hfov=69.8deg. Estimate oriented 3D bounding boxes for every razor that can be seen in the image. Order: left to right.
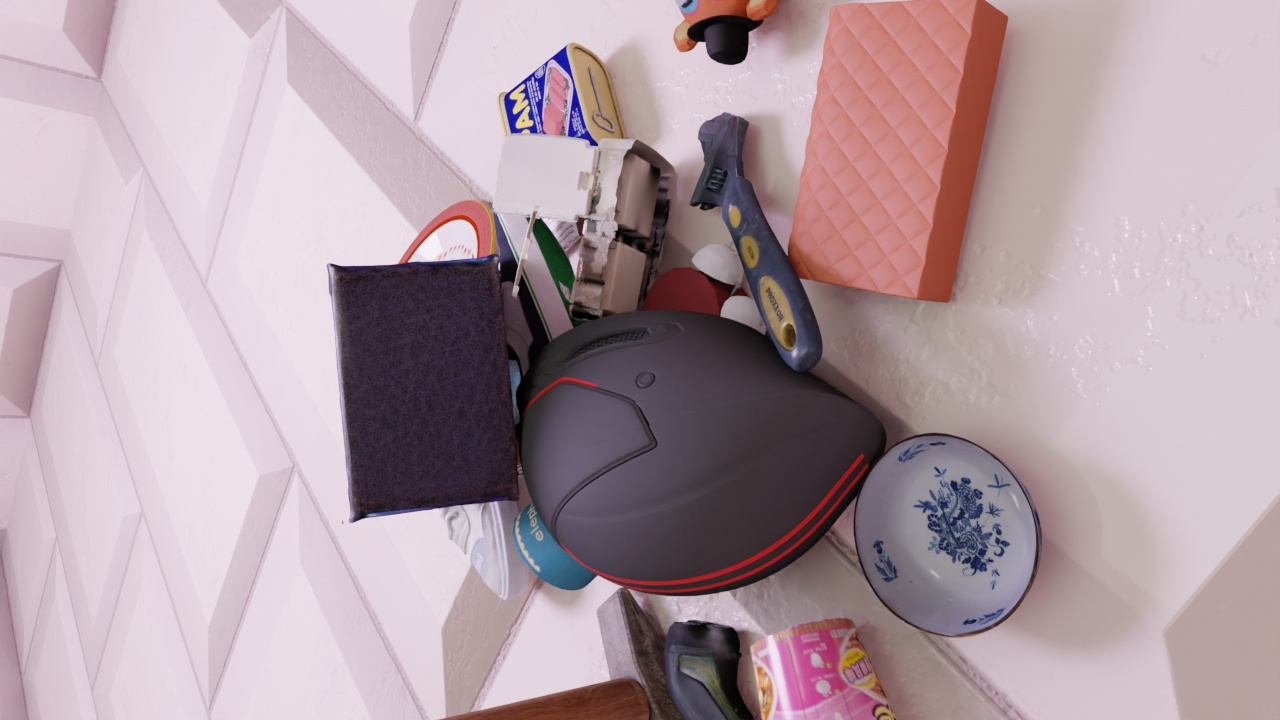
[{"bbox_3d":[0.067,0.251,0.652,0.067,0.054,0.151,-43,62,15],"label":"razor"}]

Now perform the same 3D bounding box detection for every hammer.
[{"bbox_3d":[-0.085,0.246,0.625,0.037,0.300,0.157,-49,54,32],"label":"hammer"}]

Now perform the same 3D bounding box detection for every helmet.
[{"bbox_3d":[0.028,0.069,0.608,0.265,0.164,0.169,-13,52,21],"label":"helmet"}]

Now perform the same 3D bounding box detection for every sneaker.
[{"bbox_3d":[-0.179,0.126,0.873,0.242,0.090,0.090,62,151,33],"label":"sneaker"},{"bbox_3d":[-0.098,-0.054,0.779,0.079,0.084,0.235,-29,61,13],"label":"sneaker"}]

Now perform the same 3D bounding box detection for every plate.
[{"bbox_3d":[-0.219,-0.062,0.963,0.230,0.021,0.229,-29,47,36],"label":"plate"}]

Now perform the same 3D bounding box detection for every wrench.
[{"bbox_3d":[0.076,-0.091,0.633,0.074,0.022,0.273,-56,31,32],"label":"wrench"}]

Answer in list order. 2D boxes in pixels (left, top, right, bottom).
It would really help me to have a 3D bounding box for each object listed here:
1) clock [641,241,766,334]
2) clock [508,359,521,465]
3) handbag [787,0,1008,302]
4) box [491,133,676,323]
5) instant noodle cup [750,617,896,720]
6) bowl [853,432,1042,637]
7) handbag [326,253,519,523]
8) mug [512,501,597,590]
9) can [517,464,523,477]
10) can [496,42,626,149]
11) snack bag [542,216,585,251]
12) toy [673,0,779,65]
[{"bbox_3d":[0.049,-0.033,0.694,0.125,0.044,0.087,-40,59,37],"label":"clock"},{"bbox_3d":[-0.120,0.029,0.824,0.158,0.073,0.121,30,87,29],"label":"clock"},{"bbox_3d":[0.155,-0.130,0.577,0.109,0.060,0.172,16,102,41],"label":"handbag"},{"bbox_3d":[-0.064,-0.105,0.693,0.106,0.192,0.143,10,88,23],"label":"box"},{"bbox_3d":[0.116,0.224,0.572,0.098,0.097,0.108,-40,52,37],"label":"instant noodle cup"},{"bbox_3d":[0.185,0.101,0.537,0.114,0.045,0.114,-6,82,46],"label":"bowl"},{"bbox_3d":[-0.168,0.020,0.706,0.222,0.125,0.205,175,89,-75],"label":"handbag"},{"bbox_3d":[-0.041,0.116,0.760,0.104,0.084,0.112,-45,27,26],"label":"mug"},{"bbox_3d":[-0.124,0.063,0.877,0.032,0.032,0.095,-42,58,36],"label":"can"},{"bbox_3d":[-0.070,-0.212,0.820,0.092,0.056,0.116,-27,67,33],"label":"can"},{"bbox_3d":[-0.104,-0.102,0.883,0.158,0.013,0.057,-38,57,37],"label":"snack bag"},{"bbox_3d":[0.063,-0.306,0.677,0.112,0.096,0.176,-10,91,45],"label":"toy"}]
